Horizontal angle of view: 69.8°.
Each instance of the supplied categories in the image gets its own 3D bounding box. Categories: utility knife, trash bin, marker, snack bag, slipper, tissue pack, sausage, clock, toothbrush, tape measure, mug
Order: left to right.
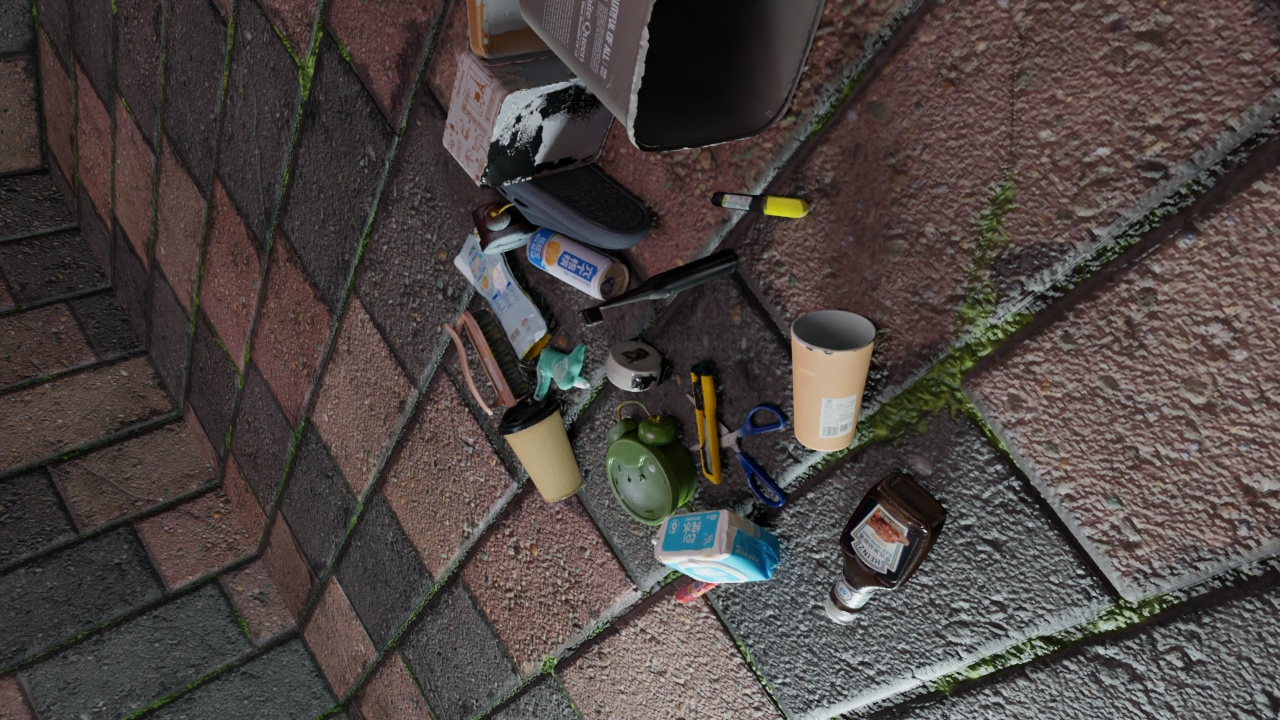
[{"bbox_3d":[-0.193,-0.094,1.272,0.191,0.038,0.111,57,150,11],"label":"snack bag"},{"bbox_3d":[-0.167,-0.177,1.165,0.122,0.082,0.055,-26,83,64],"label":"clock"},{"bbox_3d":[-0.133,0.017,1.278,0.180,0.016,0.016,14,123,44],"label":"toothbrush"},{"bbox_3d":[-0.102,-0.189,1.071,0.268,0.110,0.083,38,136,26],"label":"slipper"},{"bbox_3d":[-0.006,0.006,1.091,0.066,0.065,0.034,37,131,31],"label":"tape measure"},{"bbox_3d":[0.010,0.125,1.141,0.116,0.056,0.161,-11,100,50],"label":"clock"},{"bbox_3d":[0.016,-0.327,0.810,0.220,0.198,0.199,45,137,32],"label":"trash bin"},{"bbox_3d":[0.020,-0.072,0.905,0.026,0.212,0.027,-28,87,51],"label":"toothbrush"},{"bbox_3d":[0.076,0.072,1.056,0.033,0.015,0.154,15,119,51],"label":"utility knife"},{"bbox_3d":[0.084,0.282,1.164,0.020,0.020,0.156,56,140,12],"label":"sausage"},{"bbox_3d":[0.087,0.220,1.068,0.090,0.063,0.140,32,151,-29],"label":"tissue pack"},{"bbox_3d":[0.117,-0.156,0.913,0.124,0.015,0.018,17,120,46],"label":"marker"},{"bbox_3d":[0.182,0.023,0.885,0.078,0.078,0.123,26,131,39],"label":"mug"}]

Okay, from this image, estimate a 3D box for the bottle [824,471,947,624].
[{"bbox_3d":[0.238,0.200,0.932,0.080,0.043,0.195,43,136,27],"label":"bottle"}]

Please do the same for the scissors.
[{"bbox_3d":[0.113,0.093,1.044,0.176,0.012,0.163,54,141,16],"label":"scissors"}]

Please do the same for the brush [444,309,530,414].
[{"bbox_3d":[-0.215,-0.001,1.277,0.145,0.073,0.063,64,162,-8],"label":"brush"}]

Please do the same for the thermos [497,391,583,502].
[{"bbox_3d":[-0.136,0.121,1.285,0.093,0.092,0.143,-8,111,50],"label":"thermos"}]

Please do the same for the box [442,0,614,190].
[{"bbox_3d":[-0.104,-0.320,0.949,0.106,0.177,0.273,38,134,30],"label":"box"}]

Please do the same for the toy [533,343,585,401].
[{"bbox_3d":[-0.113,0.014,1.234,0.092,0.030,0.096,22,94,50],"label":"toy"}]

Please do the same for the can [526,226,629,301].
[{"bbox_3d":[-0.077,-0.118,1.118,0.135,0.053,0.053,30,129,36],"label":"can"}]
